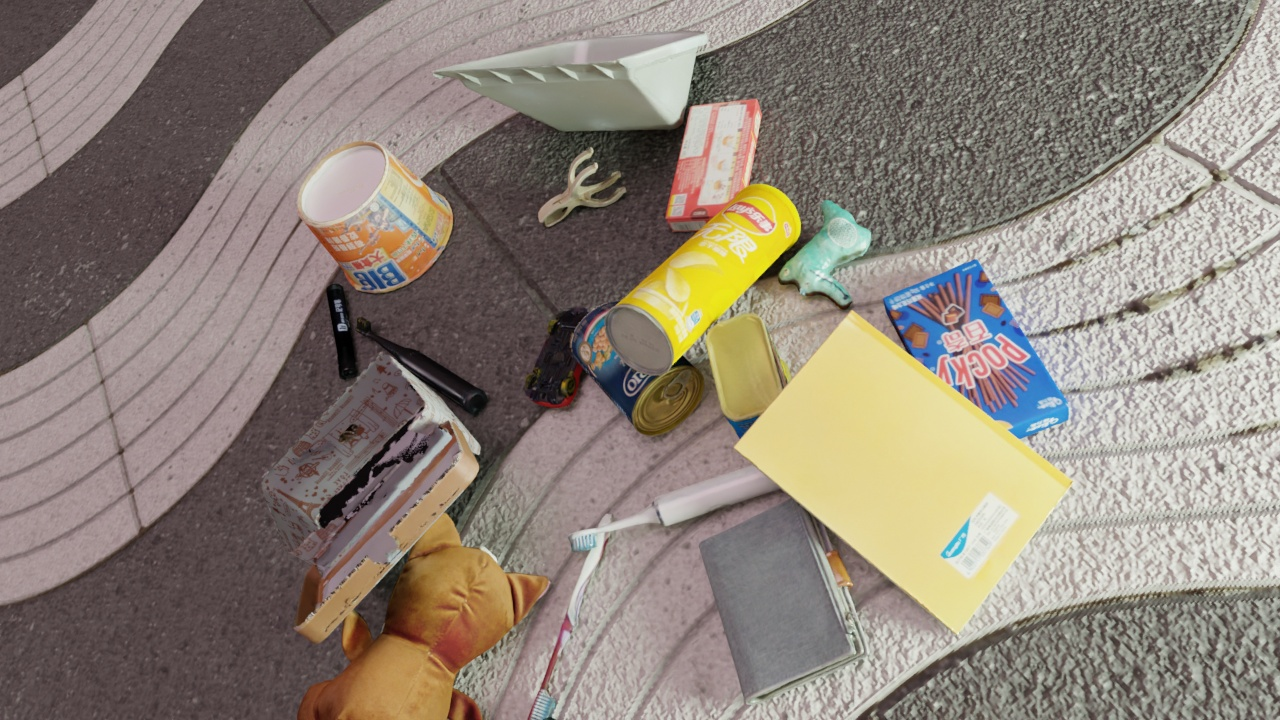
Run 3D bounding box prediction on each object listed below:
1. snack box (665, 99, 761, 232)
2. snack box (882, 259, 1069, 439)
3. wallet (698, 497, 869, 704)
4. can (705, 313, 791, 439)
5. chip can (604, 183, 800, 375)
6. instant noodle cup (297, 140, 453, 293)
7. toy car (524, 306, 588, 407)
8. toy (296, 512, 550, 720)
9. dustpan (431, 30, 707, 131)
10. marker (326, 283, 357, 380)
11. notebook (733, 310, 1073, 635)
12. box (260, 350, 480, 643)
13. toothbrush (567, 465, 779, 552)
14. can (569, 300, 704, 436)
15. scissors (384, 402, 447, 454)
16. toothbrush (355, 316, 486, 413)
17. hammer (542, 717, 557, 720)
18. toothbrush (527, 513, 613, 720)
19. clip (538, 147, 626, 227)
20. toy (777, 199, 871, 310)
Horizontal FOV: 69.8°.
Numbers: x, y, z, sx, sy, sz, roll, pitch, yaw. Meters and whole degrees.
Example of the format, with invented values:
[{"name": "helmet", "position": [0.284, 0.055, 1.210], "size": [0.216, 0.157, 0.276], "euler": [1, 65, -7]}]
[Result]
[{"name": "snack box", "position": [0.077, -0.202, 0.946], "size": [0.075, 0.025, 0.152], "euler": [0, 61, 23]}, {"name": "snack box", "position": [0.266, -0.004, 0.740], "size": [0.084, 0.026, 0.157], "euler": [-24, 54, 9]}, {"name": "wallet", "position": [0.108, 0.179, 0.695], "size": [0.107, 0.037, 0.129], "euler": [-30, 51, 18]}, {"name": "can", "position": [0.096, 0.023, 0.764], "size": [0.057, 0.083, 0.102], "euler": [-19, 55, 12]}, {"name": "chip can", "position": [0.058, -0.076, 0.801], "size": [0.072, 0.072, 0.212], "euler": [20, 47, 32]}, {"name": "instant noodle cup", "position": [-0.307, -0.168, 1.044], "size": [0.151, 0.111, 0.151], "euler": [-11, 57, 18]}, {"name": "toy car", "position": [-0.073, -0.004, 0.889], "size": [0.049, 0.031, 0.106], "euler": [6, 65, 26]}, {"name": "toy", "position": [-0.175, 0.234, 0.750], "size": [0.199, 0.140, 0.131], "euler": [-60, 15, -19]}, {"name": "dustpan", "position": [-0.049, -0.332, 0.981], "size": [0.223, 0.257, 0.142], "euler": [6, 87, 27]}, {"name": "marker", "position": [-0.337, -0.034, 1.035], "size": [0.022, 0.020, 0.132], "euler": [-46, 49, 30]}, {"name": "notebook", "position": [0.193, 0.078, 0.681], "size": [0.206, 0.010, 0.145], "euler": [39, 81, 12]}, {"name": "box", "position": [-0.223, 0.116, 0.781], "size": [0.178, 0.103, 0.261], "euler": [-48, 38, -5]}, {"name": "toothbrush", "position": [0.043, 0.117, 0.760], "size": [0.221, 0.027, 0.026], "euler": [-20, 68, 8]}, {"name": "can", "position": [-0.005, 0.005, 0.827], "size": [0.075, 0.075, 0.111], "euler": [-41, 52, -4]}, {"name": "scissors", "position": [-0.242, 0.115, 0.901], "size": [0.129, 0.019, 0.185], "euler": [-17, 54, 15]}, {"name": "toothbrush", "position": [-0.238, 0.000, 0.964], "size": [0.213, 0.027, 0.026], "euler": [28, 38, 34]}, {"name": "hammer", "position": [0.059, 0.299, 0.647], "size": [0.301, 0.033, 0.128], "euler": [3, 61, 25]}, {"name": "toothbrush", "position": [-0.054, 0.214, 0.759], "size": [0.017, 0.016, 0.187], "euler": [12, 66, 21]}, {"name": "clip", "position": [-0.069, -0.187, 0.980], "size": [0.101, 0.096, 0.035], "euler": [-15, 55, 2]}, {"name": "toy", "position": [0.171, -0.091, 0.836], "size": [0.092, 0.030, 0.096], "euler": [-43, 60, 1]}]
